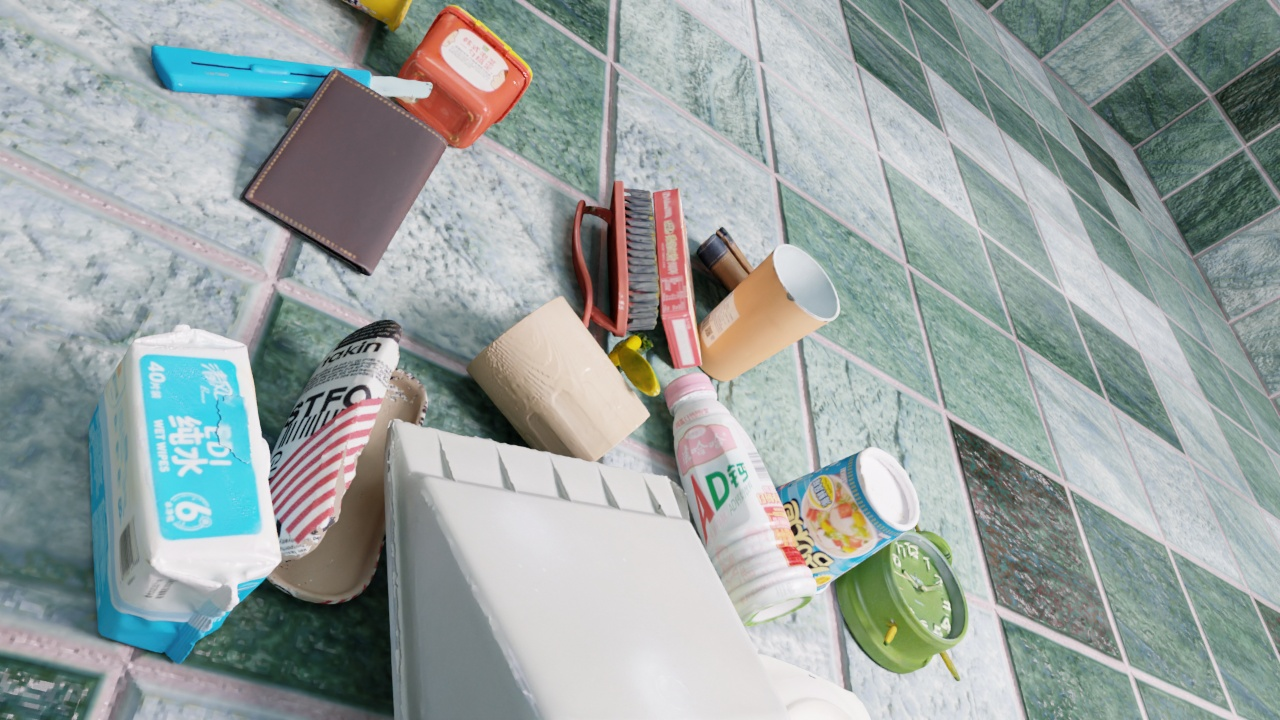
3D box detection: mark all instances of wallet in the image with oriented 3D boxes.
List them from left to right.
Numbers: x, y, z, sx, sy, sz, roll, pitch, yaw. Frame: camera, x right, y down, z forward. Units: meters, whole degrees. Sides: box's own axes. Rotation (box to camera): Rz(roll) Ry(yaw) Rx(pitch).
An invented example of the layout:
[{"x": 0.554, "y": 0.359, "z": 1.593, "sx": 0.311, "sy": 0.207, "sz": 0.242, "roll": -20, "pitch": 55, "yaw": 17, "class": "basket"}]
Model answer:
[{"x": -0.201, "y": -0.132, "z": 0.635, "sx": 0.096, "sy": 0.020, "sz": 0.122, "roll": 31, "pitch": 63, "yaw": -17, "class": "wallet"}, {"x": 0.100, "y": -0.072, "z": 0.884, "sx": 0.115, "sy": 0.033, "sz": 0.090, "roll": 52, "pitch": 2, "yaw": 1, "class": "wallet"}]

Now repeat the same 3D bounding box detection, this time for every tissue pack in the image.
[{"x": -0.216, "y": 0.061, "z": 0.432, "sx": 0.063, "sy": 0.090, "sz": 0.140, "roll": 5, "pitch": 56, "yaw": -42, "class": "tissue pack"}]

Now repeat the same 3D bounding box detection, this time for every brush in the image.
[{"x": -0.023, "y": -0.081, "z": 0.776, "sx": 0.069, "sy": 0.063, "sz": 0.145, "roll": 2, "pitch": 54, "yaw": -8, "class": "brush"}]

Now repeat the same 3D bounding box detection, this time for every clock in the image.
[{"x": 0.228, "y": 0.191, "z": 0.800, "sx": 0.116, "sy": 0.056, "sz": 0.160, "roll": 31, "pitch": 41, "yaw": -25, "class": "clock"}]

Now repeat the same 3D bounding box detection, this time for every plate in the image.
[{"x": 0.111, "y": 0.283, "z": 0.603, "sx": 0.163, "sy": 0.034, "sz": 0.164, "roll": 29, "pitch": 52, "yaw": -26, "class": "plate"}]

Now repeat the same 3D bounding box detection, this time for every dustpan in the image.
[{"x": -0.040, "y": 0.184, "z": 0.500, "sx": 0.222, "sy": 0.143, "sz": 0.257, "roll": 17, "pitch": 24, "yaw": -39, "class": "dustpan"}]

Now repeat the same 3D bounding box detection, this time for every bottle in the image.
[{"x": 0.067, "y": 0.101, "z": 0.708, "sx": 0.068, "sy": 0.068, "sz": 0.196, "roll": 7, "pitch": 51, "yaw": -42, "class": "bottle"}]

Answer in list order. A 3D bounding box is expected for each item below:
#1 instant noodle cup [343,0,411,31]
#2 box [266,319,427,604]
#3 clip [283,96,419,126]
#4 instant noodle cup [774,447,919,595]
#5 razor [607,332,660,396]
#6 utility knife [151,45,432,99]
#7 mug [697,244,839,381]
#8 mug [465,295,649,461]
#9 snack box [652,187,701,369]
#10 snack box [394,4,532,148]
[{"x": -0.230, "y": -0.352, "z": 0.736, "sx": 0.109, "sy": 0.138, "sz": 0.137, "roll": 15, "pitch": 49, "yaw": -26, "class": "instant noodle cup"}, {"x": -0.162, "y": 0.057, "z": 0.518, "sx": 0.088, "sy": 0.076, "sz": 0.162, "roll": 55, "pitch": 28, "yaw": -41, "class": "box"}, {"x": -0.215, "y": -0.195, "z": 0.695, "sx": 0.104, "sy": 0.035, "sz": 0.082, "roll": 16, "pitch": 52, "yaw": -25, "class": "clip"}, {"x": 0.161, "y": 0.125, "z": 0.742, "sx": 0.099, "sy": 0.110, "sz": 0.099, "roll": 26, "pitch": 44, "yaw": -29, "class": "instant noodle cup"}, {"x": -0.004, "y": 0.004, "z": 0.677, "sx": 0.028, "sy": 0.043, "sz": 0.132, "roll": 53, "pitch": 0, "yaw": -15, "class": "razor"}, {"x": -0.239, "y": -0.200, "z": 0.652, "sx": 0.191, "sy": 0.018, "sz": 0.034, "roll": -5, "pitch": 61, "yaw": -32, "class": "utility knife"}, {"x": 0.103, "y": -0.036, "z": 0.807, "sx": 0.078, "sy": 0.123, "sz": 0.078, "roll": 27, "pitch": 43, "yaw": -28, "class": "mug"}, {"x": -0.051, "y": 0.018, "z": 0.653, "sx": 0.103, "sy": 0.084, "sz": 0.124, "roll": 52, "pitch": 16, "yaw": 0, "class": "mug"}, {"x": 0.032, "y": -0.074, "z": 0.813, "sx": 0.075, "sy": 0.025, "sz": 0.152, "roll": 73, "pitch": 11, "yaw": -51, "class": "snack box"}, {"x": -0.148, "y": -0.230, "z": 0.754, "sx": 0.091, "sy": 0.082, "sz": 0.079, "roll": 38, "pitch": 49, "yaw": -14, "class": "snack box"}]
